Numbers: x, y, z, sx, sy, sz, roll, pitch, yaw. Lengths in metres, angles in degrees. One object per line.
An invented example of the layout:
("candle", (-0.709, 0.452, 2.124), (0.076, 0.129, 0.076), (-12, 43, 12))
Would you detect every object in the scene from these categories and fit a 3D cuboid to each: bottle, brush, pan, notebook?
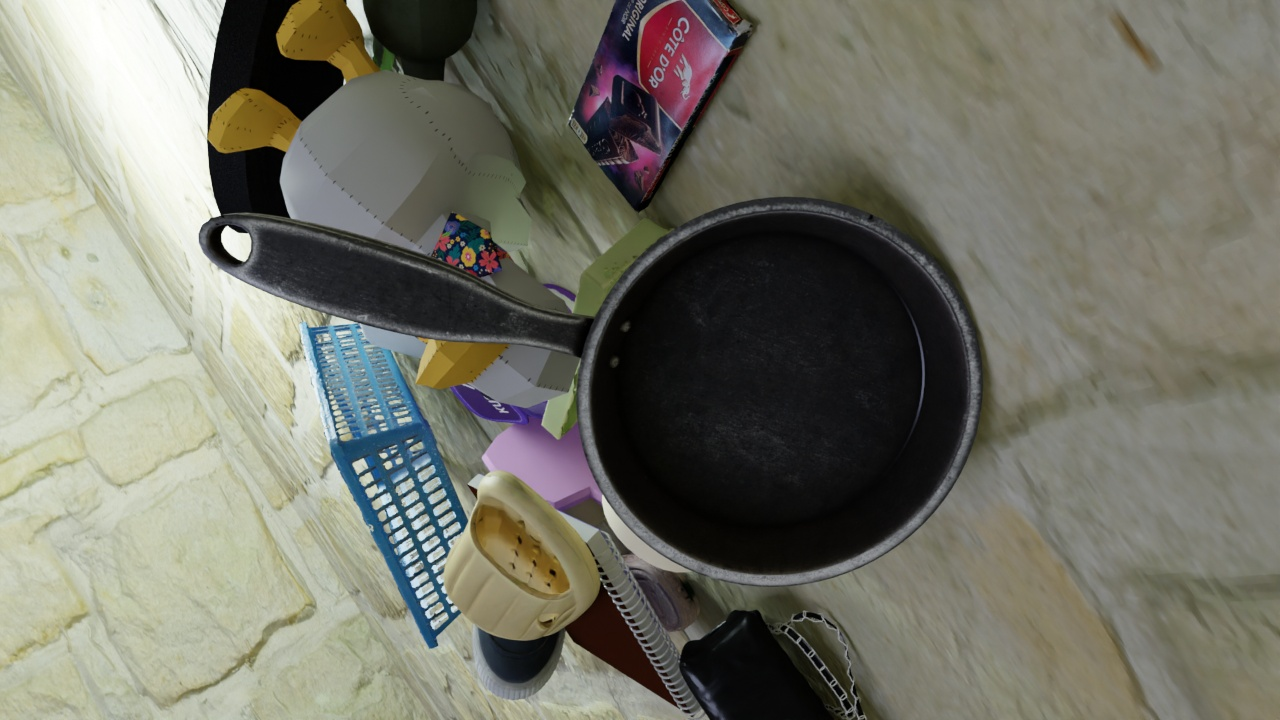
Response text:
("bottle", (-0.137, -0.242, 0.566), (0.071, 0.071, 0.207), (45, 149, 21))
("brush", (-0.038, 0.109, 0.742), (0.229, 0.089, 0.043), (26, 143, 43))
("pan", (-0.272, -0.180, 0.733), (0.034, 0.225, 0.357), (12, 159, -7))
("notebook", (-0.043, 0.192, 0.748), (0.172, 0.022, 0.209), (13, 138, 48))
("pan", (-0.016, -0.007, 0.424), (0.055, 0.357, 0.187), (-91, 19, -76))

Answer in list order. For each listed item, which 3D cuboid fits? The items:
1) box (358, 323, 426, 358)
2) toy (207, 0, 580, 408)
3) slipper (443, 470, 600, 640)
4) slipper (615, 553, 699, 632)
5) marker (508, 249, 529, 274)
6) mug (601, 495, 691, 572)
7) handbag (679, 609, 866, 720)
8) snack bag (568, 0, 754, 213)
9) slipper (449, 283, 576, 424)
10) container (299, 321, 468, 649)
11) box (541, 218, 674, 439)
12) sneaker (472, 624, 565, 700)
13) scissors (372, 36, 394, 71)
("box", (-0.241, -0.075, 0.880), (0.122, 0.083, 0.216), (41, 147, 33))
("toy", (-0.126, -0.085, 0.555), (0.267, 0.246, 0.141), (46, 106, 3))
("slipper", (-0.096, 0.171, 0.690), (0.111, 0.079, 0.262), (39, 154, 11))
("slipper", (-0.027, 0.237, 0.877), (0.094, 0.064, 0.240), (56, 150, 2))
("marker", (-0.121, -0.111, 0.697), (0.027, 0.023, 0.133), (1, 131, 31))
("mug", (0.026, 0.061, 0.587), (0.120, 0.096, 0.100), (41, 137, 15))
("handbag", (0.110, 0.251, 0.687), (0.153, 0.114, 0.125), (51, 174, 5))
("snack bag", (0.004, -0.151, 0.498), (0.074, 0.018, 0.156), (53, 149, 10))
("slipper", (-0.133, 0.007, 0.790), (0.267, 0.083, 0.107), (-1, 118, 57))
("container", (-0.269, 0.106, 1.007), (0.362, 0.089, 0.257), (42, 152, 58))
("box", (-0.011, -0.001, 0.605), (0.091, 0.083, 0.188), (50, 150, 22))
("sneaker", (-0.114, 0.194, 0.870), (0.088, 0.089, 0.235), (105, 162, -53))
("scissors", (-0.211, -0.200, 0.733), (0.160, 0.024, 0.172), (34, 121, 43))
